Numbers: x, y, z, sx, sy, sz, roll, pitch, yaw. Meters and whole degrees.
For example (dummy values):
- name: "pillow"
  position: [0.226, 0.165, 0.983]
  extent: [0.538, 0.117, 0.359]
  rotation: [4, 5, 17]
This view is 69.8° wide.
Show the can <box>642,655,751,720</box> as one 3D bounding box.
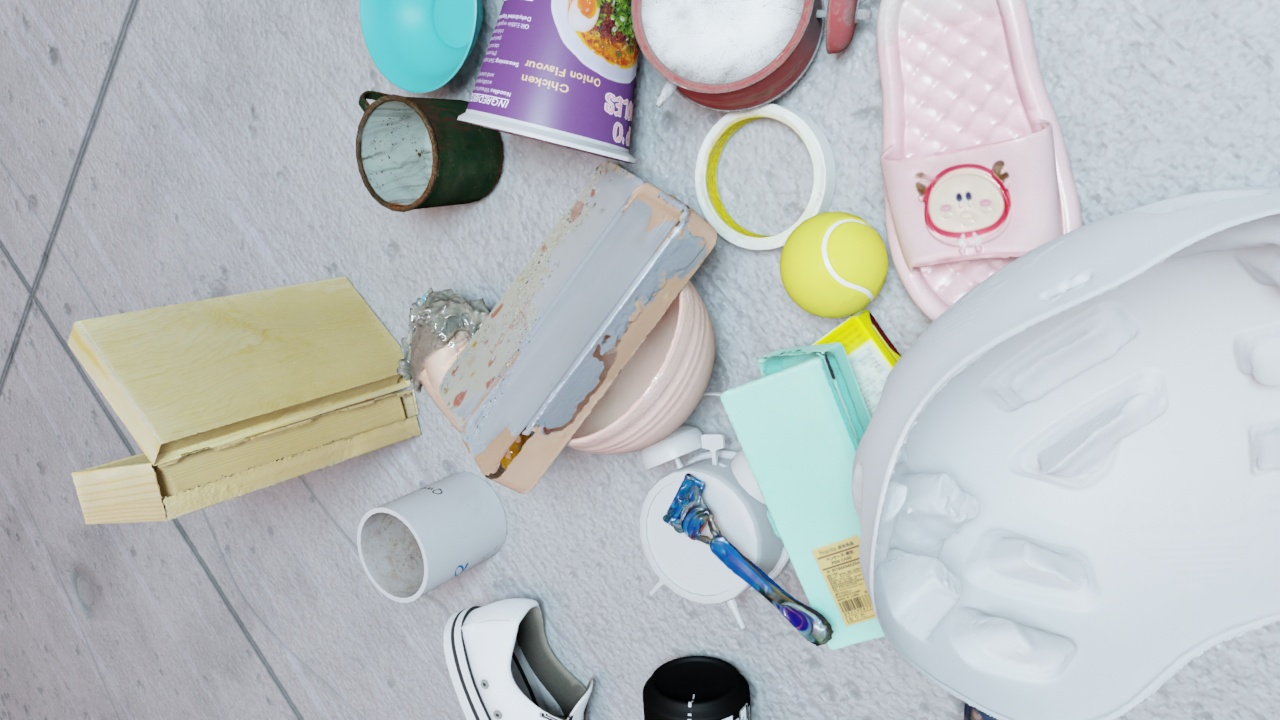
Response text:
- name: "can"
  position: [0.045, 0.307, 0.696]
  extent: [0.080, 0.080, 0.146]
  rotation: [4, 104, 33]

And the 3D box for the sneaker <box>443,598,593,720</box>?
- name: "sneaker"
  position: [-0.071, 0.312, 0.780]
  extent: [0.097, 0.091, 0.245]
  rotation: [-25, 86, 20]

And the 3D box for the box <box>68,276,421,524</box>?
- name: "box"
  position: [-0.316, 0.039, 0.765]
  extent: [0.142, 0.247, 0.185]
  rotation: [16, 110, 28]

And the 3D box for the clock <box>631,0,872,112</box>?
- name: "clock"
  position: [0.074, -0.218, 0.558]
  extent: [0.157, 0.061, 0.110]
  rotation: [-19, 86, 18]

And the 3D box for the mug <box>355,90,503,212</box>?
- name: "mug"
  position: [-0.170, -0.171, 0.716]
  extent: [0.111, 0.081, 0.085]
  rotation: [49, 123, 13]

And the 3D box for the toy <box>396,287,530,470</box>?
- name: "toy"
  position: [-0.133, 0.017, 0.743]
  extent: [0.176, 0.076, 0.133]
  rotation: [61, 149, 8]

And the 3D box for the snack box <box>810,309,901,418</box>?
- name: "snack box"
  position: [0.161, 0.045, 0.587]
  extent: [0.061, 0.025, 0.149]
  rotation: [-39, 79, 34]

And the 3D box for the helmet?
- name: "helmet"
  position: [0.234, 0.038, 0.430]
  extent: [0.224, 0.183, 0.283]
  rotation: [30, 132, -20]

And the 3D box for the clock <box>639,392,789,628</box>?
- name: "clock"
  position: [0.056, 0.100, 0.654]
  extent: [0.120, 0.061, 0.159]
  rotation: [12, 104, 33]

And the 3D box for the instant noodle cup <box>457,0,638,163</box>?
- name: "instant noodle cup"
  position: [-0.045, -0.205, 0.613]
  extent: [0.137, 0.121, 0.122]
  rotation: [22, 104, 37]

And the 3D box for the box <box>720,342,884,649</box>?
- name: "box"
  position: [0.113, 0.089, 0.569]
  extent: [0.078, 0.079, 0.189]
  rotation: [-6, 109, 56]

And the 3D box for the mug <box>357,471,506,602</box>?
- name: "mug"
  position: [-0.193, 0.155, 0.805]
  extent: [0.120, 0.096, 0.083]
  rotation: [-18, 91, 35]

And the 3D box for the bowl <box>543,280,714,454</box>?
- name: "bowl"
  position: [-0.004, 0.004, 0.638]
  extent: [0.153, 0.076, 0.152]
  rotation: [-30, 43, 32]

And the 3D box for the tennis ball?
- name: "tennis ball"
  position: [0.119, -0.059, 0.565]
  extent: [0.065, 0.065, 0.065]
  rotation: [9, 107, 31]

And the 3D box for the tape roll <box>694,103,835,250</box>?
- name: "tape roll"
  position: [0.081, -0.120, 0.602]
  extent: [0.094, 0.019, 0.094]
  rotation: [9, 106, 32]

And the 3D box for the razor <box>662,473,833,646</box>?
- name: "razor"
  position: [0.068, 0.131, 0.593]
  extent: [0.141, 0.018, 0.044]
  rotation: [40, 118, 32]

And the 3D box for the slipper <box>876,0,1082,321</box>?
- name: "slipper"
  position: [0.180, -0.118, 0.516]
  extent: [0.107, 0.055, 0.221]
  rotation: [-7, 98, 36]

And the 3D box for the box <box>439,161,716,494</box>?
- name: "box"
  position: [-0.054, -0.031, 0.626]
  extent: [0.216, 0.043, 0.151]
  rotation: [-53, 32, 6]

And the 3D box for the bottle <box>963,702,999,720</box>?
- name: "bottle"
  position: [0.229, 0.203, 0.564]
  extent: [0.056, 0.056, 0.161]
  rotation: [6, 106, 32]

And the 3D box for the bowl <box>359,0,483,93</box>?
- name: "bowl"
  position: [-0.156, -0.268, 0.704]
  extent: [0.121, 0.046, 0.121]
  rotation: [9, 107, 31]
